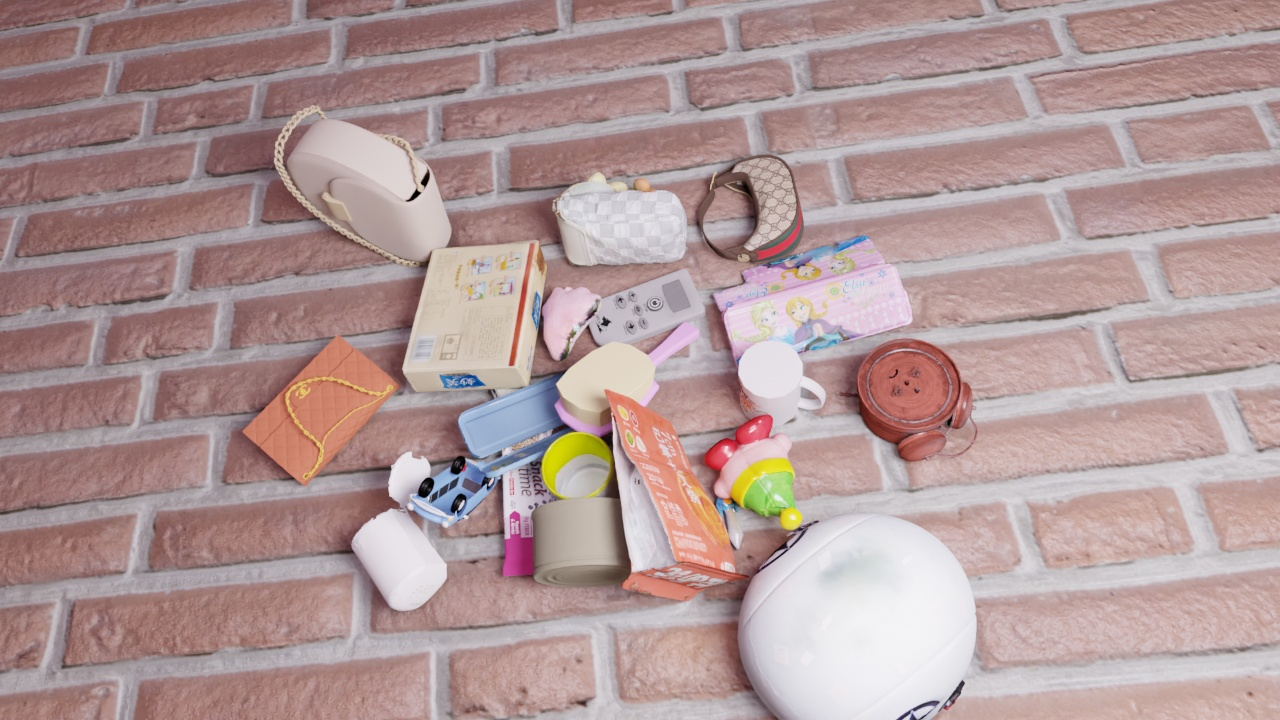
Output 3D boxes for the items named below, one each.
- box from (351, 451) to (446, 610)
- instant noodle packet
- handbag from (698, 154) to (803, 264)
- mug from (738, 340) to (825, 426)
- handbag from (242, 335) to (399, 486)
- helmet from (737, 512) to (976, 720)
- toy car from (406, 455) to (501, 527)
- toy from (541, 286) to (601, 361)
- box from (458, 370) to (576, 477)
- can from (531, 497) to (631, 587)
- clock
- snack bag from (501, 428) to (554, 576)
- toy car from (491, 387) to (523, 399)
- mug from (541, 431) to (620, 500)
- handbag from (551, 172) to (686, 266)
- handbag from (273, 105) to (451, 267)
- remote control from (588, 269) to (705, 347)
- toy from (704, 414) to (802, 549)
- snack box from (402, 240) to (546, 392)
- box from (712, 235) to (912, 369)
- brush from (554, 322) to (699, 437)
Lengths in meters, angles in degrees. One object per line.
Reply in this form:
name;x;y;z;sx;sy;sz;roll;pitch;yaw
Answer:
box;-0.272;0.201;1.082;0.136;0.083;0.144;44;104;25
instant noodle packet;0.028;0.144;1.026;0.084;0.164;0.220;-26;62;22
handbag;0.146;-0.208;1.248;0.138;0.063;0.166;-12;61;11
mug;0.171;0.033;1.108;0.105;0.090;0.073;14;67;14
handbag;-0.412;0.064;1.192;0.109;0.060;0.171;36;74;17
helmet;0.230;0.264;0.949;0.263;0.164;0.236;-32;66;-9
toy car;-0.219;0.158;1.081;0.056;0.153;0.055;25;106;9
toy;-0.100;-0.057;1.208;0.102;0.050;0.093;-55;42;7
box;-0.112;0.076;1.127;0.209;0.049;0.120;-23;49;-19
can;-0.059;0.207;1.034;0.128;0.128;0.073;-5;65;5
clock;0.326;0.051;1.088;0.120;0.072;0.158;-43;66;-13
snack bag;-0.136;0.163;1.120;0.070;0.016;0.196;-1;63;-10
toy car;-0.173;0.032;1.188;0.048;0.033;0.105;-26;63;-4
mug;-0.065;0.141;1.078;0.082;0.106;0.082;-3;64;6
handbag;-0.022;-0.191;1.234;0.171;0.113;0.123;1;57;9
handbag;-0.363;-0.233;1.242;0.208;0.211;0.103;22;68;9
remote control;0.004;-0.067;1.218;0.151;0.019;0.074;-20;63;-2
toy;0.133;0.143;1.062;0.124;0.097;0.131;-34;78;4
snack box;-0.213;-0.059;1.205;0.153;0.055;0.207;-3;55;10
box;0.213;-0.085;1.176;0.230;0.066;0.158;-16;63;0
brush;-0.007;0.007;1.130;0.089;0.043;0.228;31;52;29
